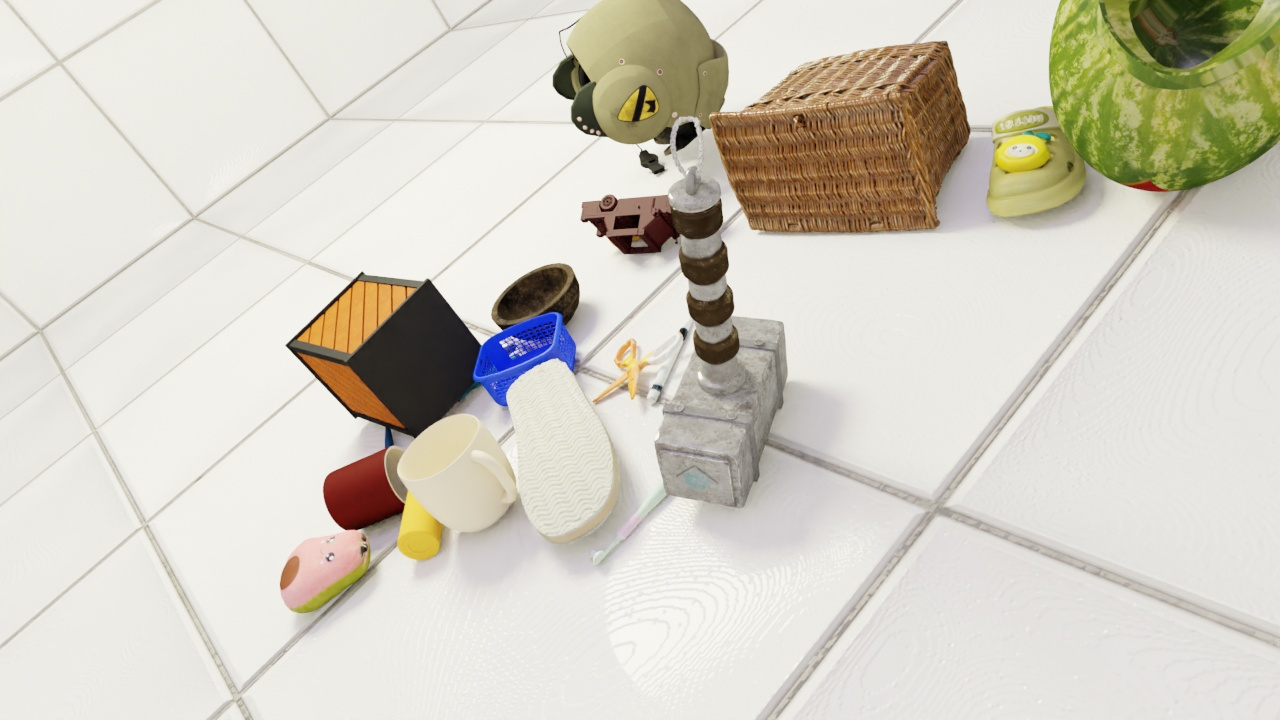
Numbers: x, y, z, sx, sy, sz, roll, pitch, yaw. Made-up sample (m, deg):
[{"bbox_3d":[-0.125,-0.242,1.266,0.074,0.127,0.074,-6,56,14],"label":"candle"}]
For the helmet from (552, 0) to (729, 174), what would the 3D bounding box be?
[{"bbox_3d":[0.009,-0.394,1.307,0.233,0.256,0.250,-32,34,5],"label":"helmet"}]

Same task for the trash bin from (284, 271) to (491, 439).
[{"bbox_3d":[-0.315,-0.009,1.154,0.172,0.140,0.139,10,53,46],"label":"trash bin"}]

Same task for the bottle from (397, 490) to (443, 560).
[{"bbox_3d":[-0.232,0.149,0.997,0.043,0.043,0.143,-24,33,12],"label":"bottle"}]

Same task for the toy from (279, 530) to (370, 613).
[{"bbox_3d":[-0.334,0.219,0.980,0.110,0.051,0.090,-26,34,7],"label":"toy"}]

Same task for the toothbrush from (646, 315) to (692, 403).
[{"bbox_3d":[0.040,-0.022,1.027,0.012,0.017,0.186,-20,32,41],"label":"toothbrush"}]

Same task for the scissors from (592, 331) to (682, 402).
[{"bbox_3d":[-0.002,0.005,1.017,0.131,0.011,0.125,-33,27,21],"label":"scissors"}]

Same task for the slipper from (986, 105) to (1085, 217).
[{"bbox_3d":[0.405,-0.223,0.941,0.092,0.082,0.190,-4,39,32],"label":"slipper"}]

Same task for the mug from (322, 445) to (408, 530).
[{"bbox_3d":[-0.298,0.140,1.046,0.083,0.073,0.105,-23,10,13],"label":"mug"}]

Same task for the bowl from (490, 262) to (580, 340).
[{"bbox_3d":[-0.126,-0.066,1.185,0.121,0.056,0.121,-21,34,15],"label":"bowl"}]

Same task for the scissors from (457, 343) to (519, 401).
[{"bbox_3d":[-0.215,0.027,1.169,0.146,0.019,0.133,-2,42,36],"label":"scissors"}]

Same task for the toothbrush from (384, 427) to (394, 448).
[{"bbox_3d":[-0.322,0.096,1.168,0.014,0.014,0.167,-29,33,-2],"label":"toothbrush"}]

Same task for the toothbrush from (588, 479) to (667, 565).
[{"bbox_3d":[0.008,0.131,0.851,0.154,0.015,0.022,-44,1,-19],"label":"toothbrush"}]

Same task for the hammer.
[{"bbox_3d":[0.059,-0.040,0.757,0.080,0.327,0.176,8,47,21],"label":"hammer"}]

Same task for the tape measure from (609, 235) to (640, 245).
[{"bbox_3d":[-0.022,-0.190,1.291,0.059,0.030,0.068,-23,33,9],"label":"tape measure"}]

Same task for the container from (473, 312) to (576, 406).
[{"bbox_3d":[-0.134,0.002,1.098,0.114,0.058,0.096,-20,34,17],"label":"container"}]

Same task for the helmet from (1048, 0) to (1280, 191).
[{"bbox_3d":[0.474,-0.270,0.801,0.213,0.246,0.243,13,93,27],"label":"helmet"}]

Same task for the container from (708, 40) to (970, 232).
[{"bbox_3d":[0.243,-0.263,1.058,0.250,0.162,0.182,7,45,43],"label":"container"}]

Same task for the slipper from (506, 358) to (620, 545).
[{"bbox_3d":[-0.083,0.093,0.944,0.115,0.052,0.262,-31,36,4],"label":"slipper"}]

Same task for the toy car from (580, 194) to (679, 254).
[{"bbox_3d":[0.006,-0.181,1.206,0.170,0.070,0.061,0,72,27],"label":"toy car"}]

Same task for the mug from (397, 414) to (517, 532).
[{"bbox_3d":[-0.170,0.122,0.929,0.120,0.100,0.096,-2,41,40],"label":"mug"}]
